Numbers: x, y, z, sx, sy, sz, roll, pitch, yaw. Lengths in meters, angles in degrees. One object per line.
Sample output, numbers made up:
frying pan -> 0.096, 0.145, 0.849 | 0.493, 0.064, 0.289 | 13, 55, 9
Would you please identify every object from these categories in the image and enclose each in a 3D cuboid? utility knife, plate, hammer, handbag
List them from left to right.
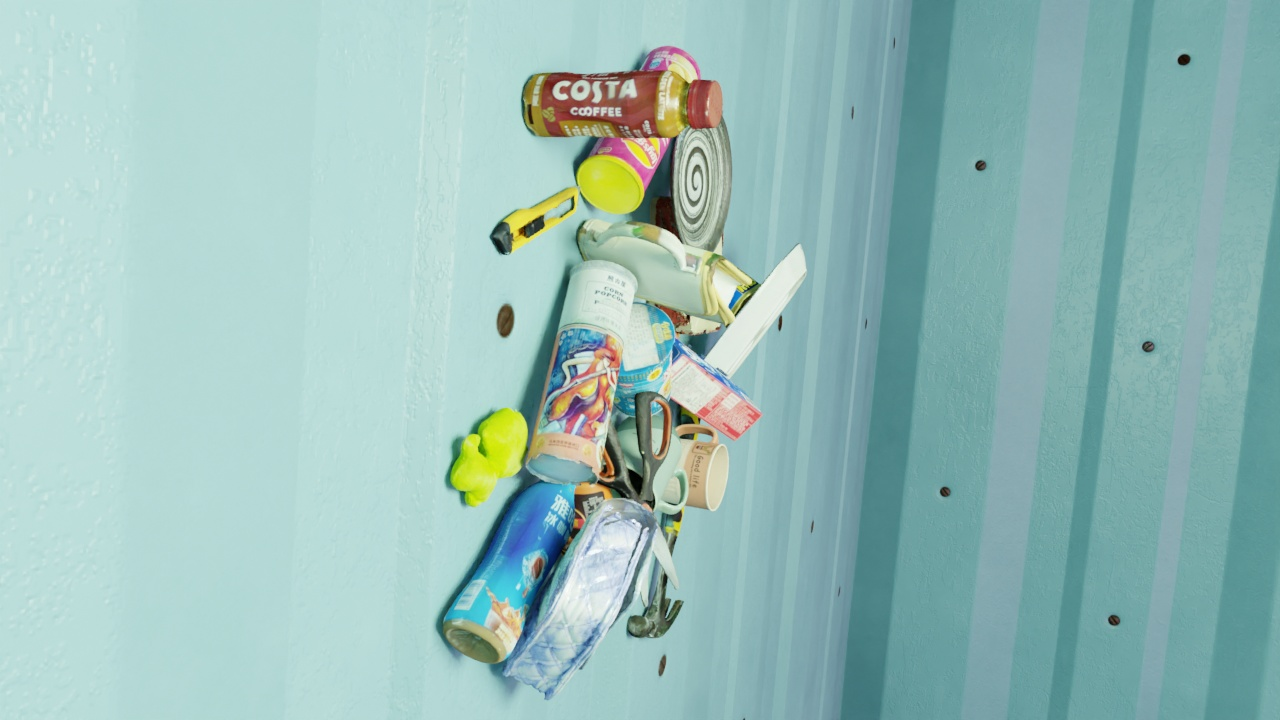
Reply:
utility knife -> -0.091, -0.136, 0.861 | 0.167, 0.015, 0.033 | -47, 141, -55
handbag -> -0.056, 0.228, 0.861 | 0.194, 0.075, 0.133 | -59, -177, 46
handbag -> 0.011, -0.098, 0.929 | 0.178, 0.163, 0.063 | 31, 80, -62
hammer -> 0.045, 0.216, 1.263 | 0.126, 0.032, 0.323 | 35, 64, -65
plate -> 0.065, -0.205, 1.044 | 0.179, 0.024, 0.179 | 7, 90, -67
plate -> 0.152, -0.044, 1.270 | 0.265, 0.034, 0.162 | -52, 170, -1

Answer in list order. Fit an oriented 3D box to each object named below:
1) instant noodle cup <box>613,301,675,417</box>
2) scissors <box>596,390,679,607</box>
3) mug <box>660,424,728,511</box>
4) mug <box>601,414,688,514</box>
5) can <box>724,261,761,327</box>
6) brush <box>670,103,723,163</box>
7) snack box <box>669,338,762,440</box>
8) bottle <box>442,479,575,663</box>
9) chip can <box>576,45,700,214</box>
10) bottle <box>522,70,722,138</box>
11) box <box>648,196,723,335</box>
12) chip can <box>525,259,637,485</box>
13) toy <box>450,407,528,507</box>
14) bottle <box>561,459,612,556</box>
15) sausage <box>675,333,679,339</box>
instant noodle cup -> -0.006, 0.006, 1.015 | 0.110, 0.099, 0.099 | 77, 29, -55
scissors -> 0.007, 0.137, 0.970 | 0.227, 0.022, 0.197 | 49, 64, -23
mug -> 0.053, 0.127, 1.157 | 0.082, 0.106, 0.114 | 72, 33, -45
mug -> 0.008, 0.125, 1.049 | 0.082, 0.112, 0.106 | -56, 180, 38
can -> 0.110, -0.098, 1.245 | 0.057, 0.083, 0.101 | -57, 169, 27
brush -> 0.068, -0.283, 1.147 | 0.073, 0.055, 0.143 | 24, 74, -68
snack box -> 0.076, 0.033, 1.161 | 0.058, 0.057, 0.207 | -44, 138, 10
bottle -> -0.105, 0.170, 0.849 | 0.218, 0.065, 0.065 | -62, 149, -42
chip can -> 0.003, -0.250, 0.981 | 0.071, 0.071, 0.210 | 71, 33, -45
bottle -> -0.016, -0.225, 0.808 | 0.057, 0.175, 0.057 | 7, 89, -67
box -> 0.063, -0.117, 1.132 | 0.091, 0.077, 0.168 | -12, 104, -56
chip can -> -0.055, 0.011, 0.883 | 0.071, 0.071, 0.214 | 60, 36, -55
toy -> -0.129, 0.081, 0.810 | 0.097, 0.031, 0.100 | 69, 39, -53
bottle -> -0.056, 0.153, 0.972 | 0.066, 0.067, 0.149 | -24, 111, -64
sausage -> 0.046, -0.064, 1.202 | 0.020, 0.020, 0.156 | 13, 84, -67
